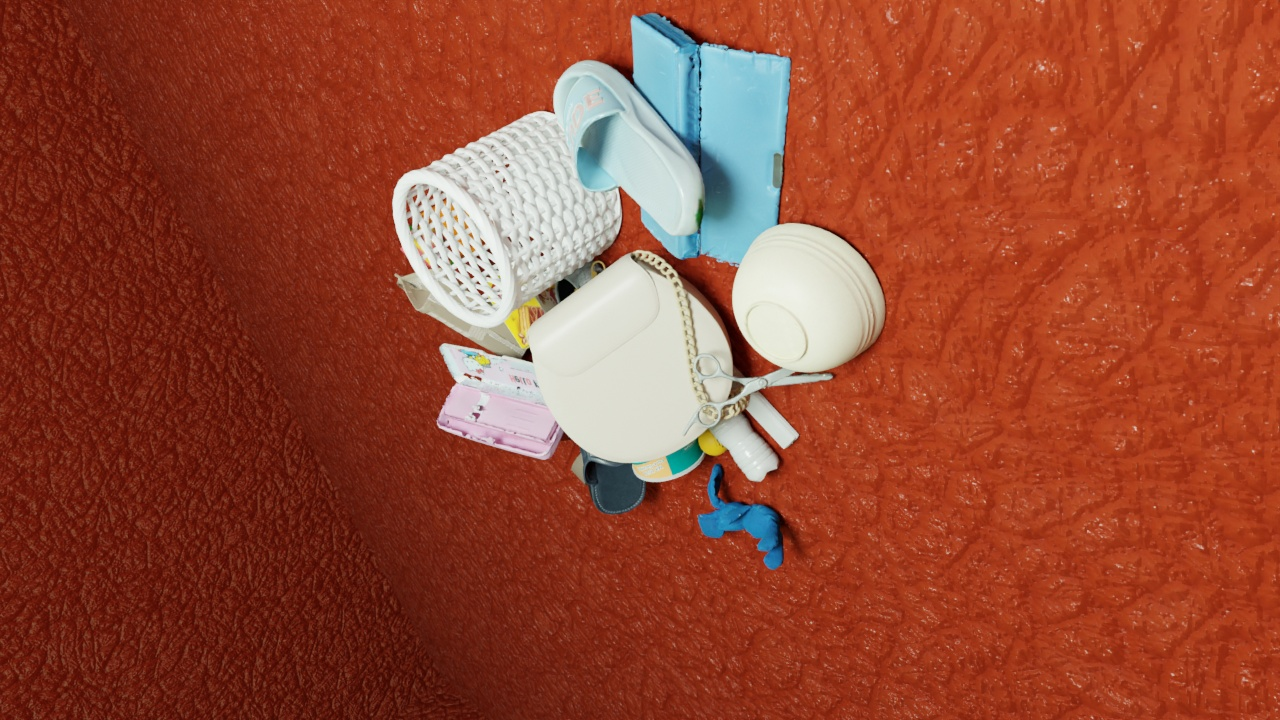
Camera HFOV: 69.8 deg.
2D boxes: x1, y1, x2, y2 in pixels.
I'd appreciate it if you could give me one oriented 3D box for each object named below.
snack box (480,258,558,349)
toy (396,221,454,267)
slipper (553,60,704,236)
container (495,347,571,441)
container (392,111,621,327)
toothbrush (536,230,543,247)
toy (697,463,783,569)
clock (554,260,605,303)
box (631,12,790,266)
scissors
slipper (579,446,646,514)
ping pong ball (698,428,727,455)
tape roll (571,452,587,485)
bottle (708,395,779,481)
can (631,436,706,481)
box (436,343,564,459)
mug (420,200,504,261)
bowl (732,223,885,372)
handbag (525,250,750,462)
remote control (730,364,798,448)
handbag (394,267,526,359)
[{"bbox_3d":[-0.151,-0.081,1.241,0.061,0.083,0.106,-30,97,23],"label":"snack box"},{"bbox_3d":[-0.294,-0.156,1.231,0.103,0.046,0.084,29,163,40],"label":"toy"},{"bbox_3d":[-0.024,-0.203,0.882,0.245,0.074,0.104,51,153,34],"label":"slipper"},{"bbox_3d":[-0.153,0.049,1.350,0.201,0.126,0.148,-3,118,45],"label":"container"},{"bbox_3d":[-0.150,-0.164,1.051,0.189,0.186,0.190,30,141,28],"label":"container"},{"bbox_3d":[-0.138,-0.197,1.187,0.022,0.016,0.135,27,141,30],"label":"toothbrush"},{"bbox_3d":[0.130,0.200,1.167,0.176,0.071,0.113,23,137,58],"label":"toy"},{"bbox_3d":[-0.062,-0.081,1.158,0.104,0.056,0.148,55,156,16],"label":"clock"},{"bbox_3d":[0.055,-0.197,0.878,0.175,0.060,0.232,31,142,33],"label":"box"},{"bbox_3d":[0.117,0.036,0.954,0.153,0.014,0.131,15,100,9],"label":"scissors"},{"bbox_3d":[-0.032,0.114,1.231,0.083,0.108,0.266,-125,24,-57],"label":"slipper"},{"bbox_3d":[0.092,0.098,1.139,0.040,0.040,0.040,36,145,29],"label":"ping pong ball"},{"bbox_3d":[-0.056,0.139,1.337,0.030,0.093,0.094,45,149,15],"label":"tape roll"},{"bbox_3d":[0.109,0.082,1.094,0.136,0.044,0.044,51,150,5],"label":"bottle"},{"bbox_3d":[0.015,0.065,1.154,0.099,0.099,0.144,13,131,49],"label":"can"},{"bbox_3d":[-0.200,0.052,1.250,0.202,0.111,0.101,12,156,30],"label":"box"},{"bbox_3d":[-0.230,-0.181,1.254,0.113,0.095,0.078,31,143,35],"label":"mug"},{"bbox_3d":[0.144,-0.046,0.864,0.151,0.075,0.151,29,141,25],"label":"bowl"},{"bbox_3d":[-0.006,0.005,1.018,0.208,0.211,0.103,53,-167,-10],"label":"handbag"},{"bbox_3d":[0.130,0.048,1.062,0.131,0.012,0.033,47,150,11],"label":"remote control"},{"bbox_3d":[-0.274,-0.077,1.291,0.198,0.062,0.175,21,170,46],"label":"handbag"}]
